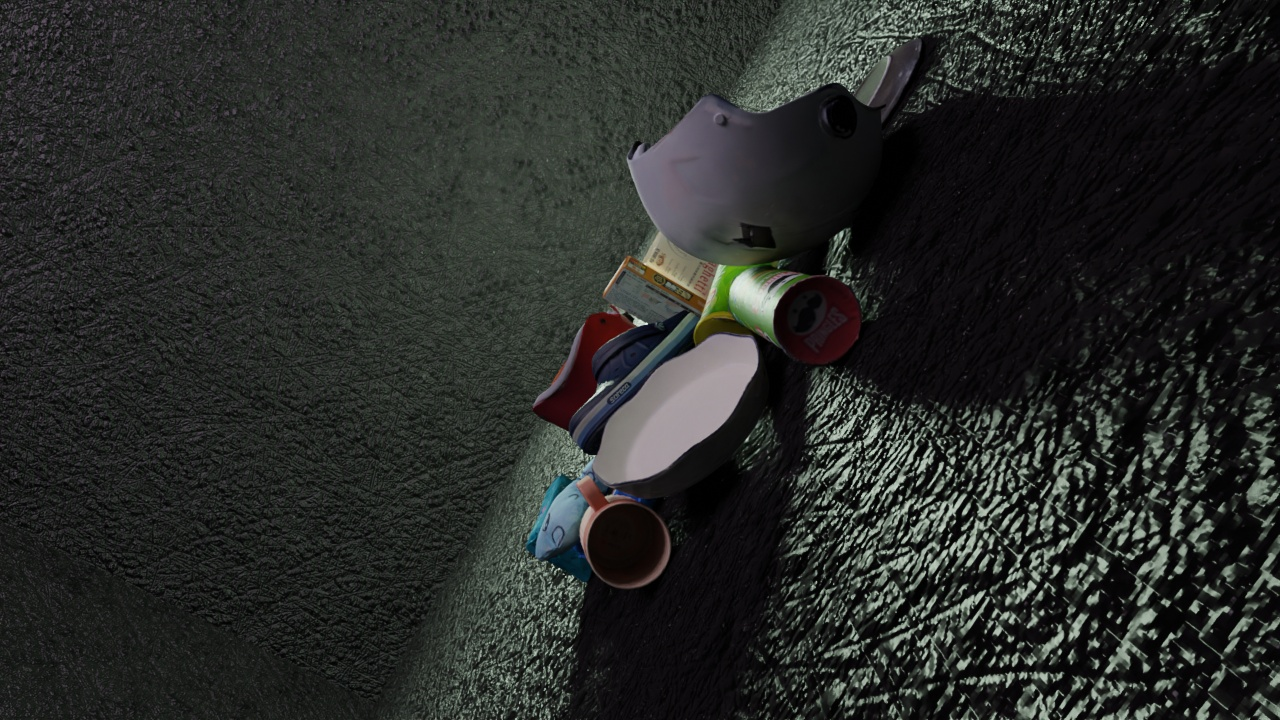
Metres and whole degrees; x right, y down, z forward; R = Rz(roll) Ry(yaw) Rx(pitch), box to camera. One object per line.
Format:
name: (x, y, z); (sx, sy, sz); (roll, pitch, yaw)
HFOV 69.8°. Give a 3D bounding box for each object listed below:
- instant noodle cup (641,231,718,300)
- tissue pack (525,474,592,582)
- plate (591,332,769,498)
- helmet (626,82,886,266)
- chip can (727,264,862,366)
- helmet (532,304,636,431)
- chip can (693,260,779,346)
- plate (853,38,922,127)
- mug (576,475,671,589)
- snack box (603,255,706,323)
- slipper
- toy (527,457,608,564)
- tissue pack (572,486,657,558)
instant noodle cup: (0.073, -0.137, 1.319); (0.116, 0.124, 0.117); (-61, 8, -4)
tissue pack: (-0.091, 0.219, 1.195); (0.050, 0.093, 0.133); (-51, 11, 31)
plate: (0.044, 0.056, 0.902); (0.205, 0.045, 0.204); (-37, 20, 15)
helmet: (0.123, -0.169, 0.902); (0.229, 0.258, 0.146); (-3, 96, 64)
chip can: (0.132, -0.047, 0.831); (0.072, 0.072, 0.236); (-60, 7, 6)
helmet: (-0.047, 0.031, 1.431); (0.207, 0.144, 0.239); (-58, -6, 14)
chip can: (0.119, -0.090, 1.055); (0.073, 0.072, 0.220); (-53, 11, 44)
plate: (0.263, -0.297, 1.063); (0.180, 0.024, 0.179); (-58, 9, 14)
mug: (-0.028, 0.166, 0.924); (0.081, 0.114, 0.106); (-36, 2, -9)
snack box: (0.030, -0.078, 1.267); (0.075, 0.153, 0.026); (-52, 12, 47)
slipper: (-0.006, 0.006, 1.090); (0.252, 0.095, 0.105); (-44, -17, -42)
toy: (-0.076, 0.169, 1.050); (0.156, 0.050, 0.161); (-55, 5, -4)
tissue pack: (-0.030, 0.187, 1.073); (0.094, 0.052, 0.157); (-62, 8, -24)
